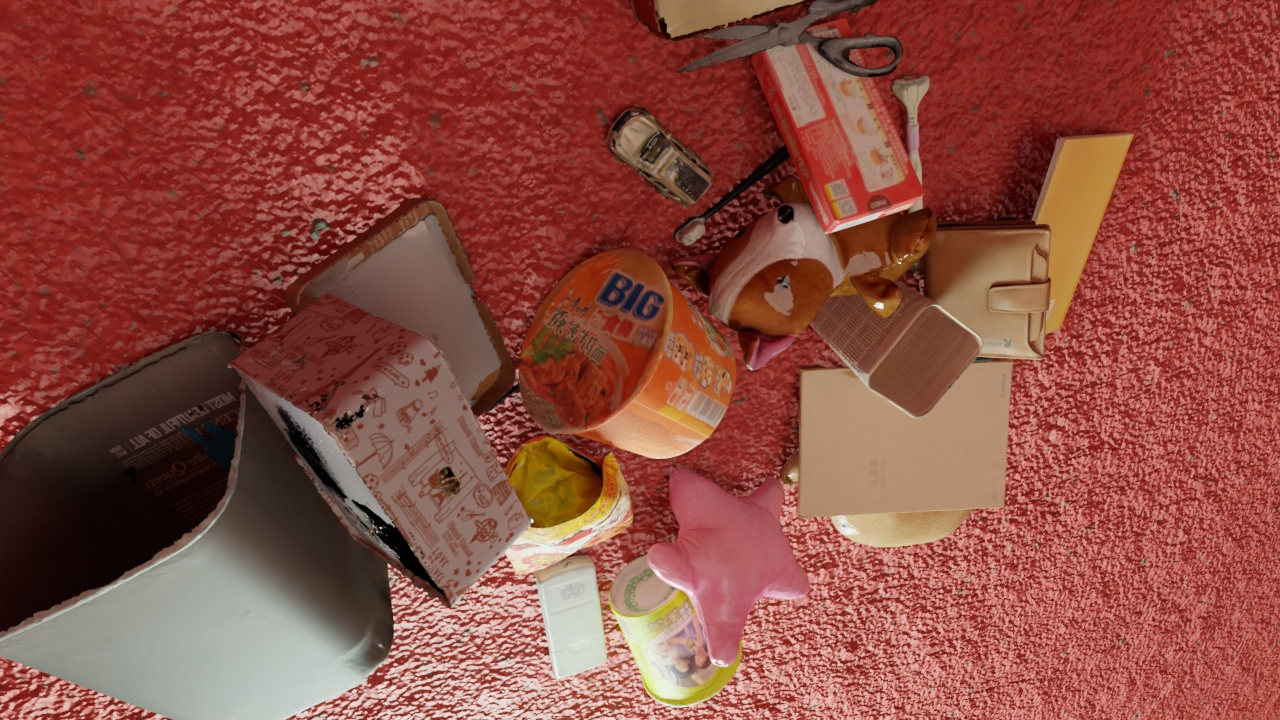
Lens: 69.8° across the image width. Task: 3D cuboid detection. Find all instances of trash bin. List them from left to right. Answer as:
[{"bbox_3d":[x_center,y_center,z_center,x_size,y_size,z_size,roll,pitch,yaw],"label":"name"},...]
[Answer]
[{"bbox_3d":[-0.298,0.134,0.641,0.199,0.198,0.220,-26,134,3],"label":"trash bin"}]

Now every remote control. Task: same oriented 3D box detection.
[{"bbox_3d":[-0.068,0.256,0.915,0.058,0.021,0.150,-14,124,-15],"label":"remote control"}]

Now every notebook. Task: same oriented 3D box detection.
[{"bbox_3d":[0.257,0.077,0.893,0.211,0.012,0.149,-2,100,-6],"label":"notebook"},{"bbox_3d":[0.398,-0.111,0.870,0.145,0.010,0.207,-15,125,-39],"label":"notebook"}]

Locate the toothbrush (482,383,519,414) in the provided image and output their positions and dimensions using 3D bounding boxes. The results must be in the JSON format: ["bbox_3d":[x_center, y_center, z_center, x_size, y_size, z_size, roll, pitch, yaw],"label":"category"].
[{"bbox_3d":[-0.145,0.047,0.760,0.189,0.014,0.017,-25,138,-8],"label":"toothbrush"}]

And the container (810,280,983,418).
[{"bbox_3d":[0.221,-0.024,0.815,0.090,0.111,0.090,28,105,-34],"label":"container"}]

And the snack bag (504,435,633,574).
[{"bbox_3d":[-0.064,0.132,0.779,0.128,0.073,0.208,-25,156,-9],"label":"snack bag"}]

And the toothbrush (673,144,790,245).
[{"bbox_3d":[0.101,-0.153,0.744,0.181,0.018,0.015,-40,124,1],"label":"toothbrush"}]

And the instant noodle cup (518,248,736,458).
[{"bbox_3d":[-0.004,0.004,0.719,0.151,0.151,0.111,-50,134,10],"label":"instant noodle cup"}]

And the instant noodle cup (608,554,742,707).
[{"bbox_3d":[0.029,0.260,0.914,0.111,0.111,0.123,-29,119,-5],"label":"instant noodle cup"}]

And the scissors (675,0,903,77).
[{"bbox_3d":[0.112,-0.237,0.670,0.165,0.014,0.163,35,75,2],"label":"scissors"}]

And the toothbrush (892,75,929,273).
[{"bbox_3d":[0.239,-0.156,0.801,0.029,0.020,0.190,-4,127,14],"label":"toothbrush"}]

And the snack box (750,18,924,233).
[{"bbox_3d":[0.145,-0.175,0.682,0.075,0.025,0.153,-19,80,-13],"label":"snack box"}]

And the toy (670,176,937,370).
[{"bbox_3d":[0.134,-0.083,0.731,0.199,0.140,0.131,-27,145,-11],"label":"toy"}]

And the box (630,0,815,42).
[{"bbox_3d":[0.076,-0.280,0.614,0.168,0.077,0.091,-20,125,-10],"label":"box"}]

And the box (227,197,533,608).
[{"bbox_3d":[-0.134,0.023,0.610,0.204,0.158,0.181,-46,134,-33],"label":"box"}]

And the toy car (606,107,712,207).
[{"bbox_3d":[0.015,-0.153,0.695,0.090,0.035,0.042,33,101,-33],"label":"toy car"}]

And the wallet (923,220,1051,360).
[{"bbox_3d":[0.311,-0.062,0.827,0.108,0.031,0.132,4,124,23],"label":"wallet"}]

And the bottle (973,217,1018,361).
[{"bbox_3d":[0.334,-0.040,0.897,0.079,0.044,0.195,-18,126,-21],"label":"bottle"}]

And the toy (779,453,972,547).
[{"bbox_3d":[0.254,0.133,0.951,0.225,0.082,0.143,-6,107,-17],"label":"toy"}]

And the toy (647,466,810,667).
[{"bbox_3d":[0.085,0.171,0.873,0.194,0.178,0.075,-28,175,-42],"label":"toy"}]
